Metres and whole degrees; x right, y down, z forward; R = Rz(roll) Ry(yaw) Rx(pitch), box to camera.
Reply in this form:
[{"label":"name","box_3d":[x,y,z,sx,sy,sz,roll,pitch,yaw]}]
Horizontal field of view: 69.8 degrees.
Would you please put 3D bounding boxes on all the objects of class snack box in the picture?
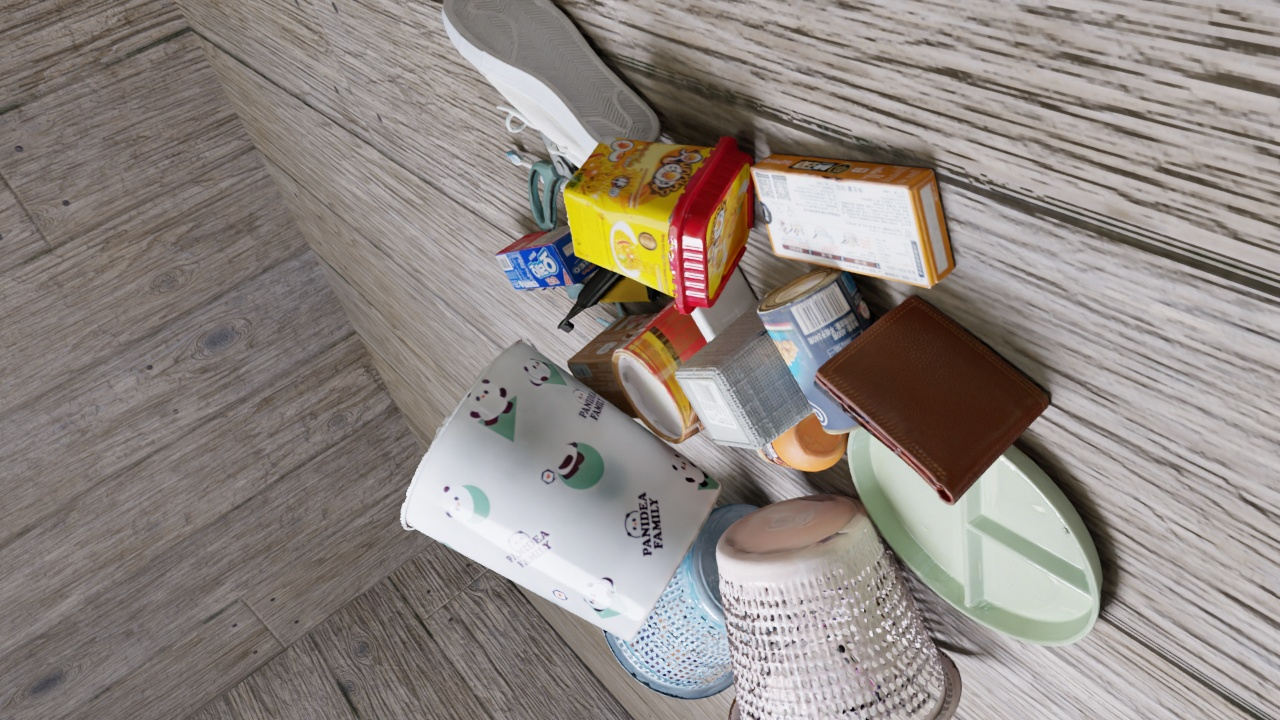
[{"label":"snack box","box_3d":[0.142,-0.100,0.636,0.154,0.026,0.075,23,142,53]},{"label":"snack box","box_3d":[-0.110,-0.122,1.093,0.057,0.058,0.208,61,159,-16]},{"label":"snack box","box_3d":[-0.006,0.006,0.989,0.093,0.094,0.077,-2,122,50]}]

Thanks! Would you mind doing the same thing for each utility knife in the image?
[{"label":"utility knife","box_3d":[-0.037,-0.083,1.047,0.231,0.015,0.033,6,106,61]}]

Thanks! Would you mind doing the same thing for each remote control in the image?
[{"label":"remote control","box_3d":[0.064,-0.064,0.812,0.150,0.058,0.021,59,160,-10]}]

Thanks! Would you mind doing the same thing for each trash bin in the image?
[{"label":"trash bin","box_3d":[0.087,0.269,1.083,0.226,0.225,0.196,52,145,8]},{"label":"trash bin","box_3d":[0.169,0.242,0.874,0.228,0.227,0.192,3,112,64]},{"label":"trash bin","box_3d":[-0.071,0.138,0.927,0.252,0.229,0.230,31,155,6]}]

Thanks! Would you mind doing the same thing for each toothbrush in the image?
[{"label":"toothbrush","box_3d":[0.231,0.335,1.118,0.189,0.014,0.018,50,149,13]},{"label":"toothbrush","box_3d":[-0.084,-0.194,0.976,0.221,0.026,0.026,32,174,46]},{"label":"toothbrush","box_3d":[-0.057,-0.073,1.043,0.027,0.026,0.213,32,152,-10]}]

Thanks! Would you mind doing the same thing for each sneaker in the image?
[{"label":"sneaker","box_3d":[-0.079,-0.242,0.823,0.242,0.089,0.091,44,162,11]}]

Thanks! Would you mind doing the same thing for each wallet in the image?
[{"label":"wallet","box_3d":[0.191,0.023,0.611,0.124,0.101,0.032,44,159,26]}]

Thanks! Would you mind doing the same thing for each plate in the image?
[{"label":"plate","box_3d":[0.259,0.126,0.725,0.230,0.027,0.231,45,156,25]}]

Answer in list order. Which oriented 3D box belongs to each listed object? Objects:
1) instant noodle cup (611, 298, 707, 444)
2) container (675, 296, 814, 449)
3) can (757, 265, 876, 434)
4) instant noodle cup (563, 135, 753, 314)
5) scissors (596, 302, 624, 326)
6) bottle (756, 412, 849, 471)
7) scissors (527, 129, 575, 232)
[{"label":"instant noodle cup","box_3d":[0.045,0.007,0.889,0.138,0.108,0.138,45,157,25]},{"label":"container","box_3d":[0.102,0.011,0.764,0.090,0.114,0.090,59,159,-12]},{"label":"can","box_3d":[0.146,-0.011,0.692,0.111,0.075,0.075,59,159,-10]},{"label":"instant noodle cup","box_3d":[0.014,-0.115,0.723,0.124,0.116,0.116,18,145,20]},{"label":"scissors","box_3d":[-0.012,-0.024,1.081,0.133,0.017,0.136,27,137,46]},{"label":"bottle","box_3d":[0.141,0.073,0.856,0.067,0.066,0.150,54,166,2]},{"label":"scissors","box_3d":[-0.069,-0.155,0.934,0.175,0.019,0.170,58,156,4]}]
